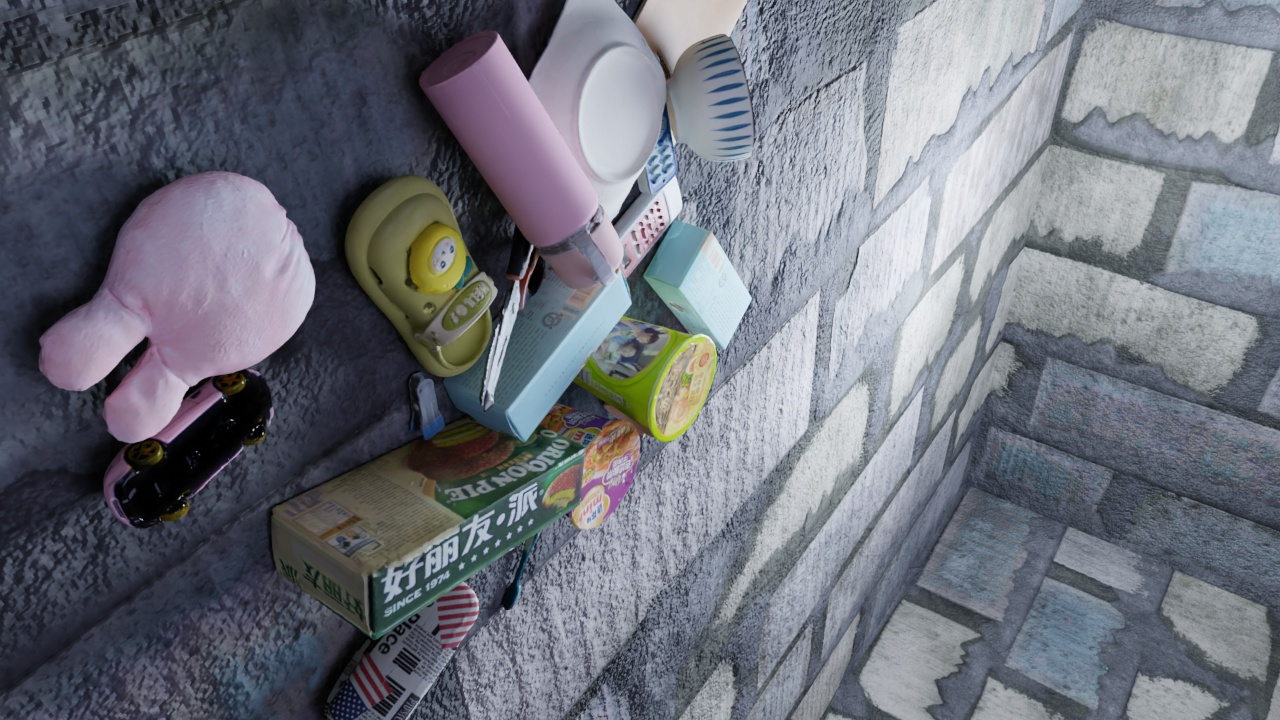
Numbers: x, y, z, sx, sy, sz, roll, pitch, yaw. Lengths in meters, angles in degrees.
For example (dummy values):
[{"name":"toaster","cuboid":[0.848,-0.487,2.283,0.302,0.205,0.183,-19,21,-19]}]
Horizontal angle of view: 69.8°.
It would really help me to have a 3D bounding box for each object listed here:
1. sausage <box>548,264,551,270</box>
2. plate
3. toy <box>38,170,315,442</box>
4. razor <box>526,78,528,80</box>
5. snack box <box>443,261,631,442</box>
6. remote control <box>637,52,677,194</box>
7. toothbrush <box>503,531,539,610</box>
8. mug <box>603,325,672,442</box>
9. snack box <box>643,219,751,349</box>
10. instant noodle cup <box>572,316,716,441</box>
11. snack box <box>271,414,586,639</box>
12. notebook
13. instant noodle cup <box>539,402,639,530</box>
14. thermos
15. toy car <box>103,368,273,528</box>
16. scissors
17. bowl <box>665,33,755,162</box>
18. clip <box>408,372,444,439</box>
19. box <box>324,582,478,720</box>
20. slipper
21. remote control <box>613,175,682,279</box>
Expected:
[{"name":"sausage","cuboid":[-0.046,-0.144,0.817,0.164,0.021,0.021,-66,153,-26]},{"name":"plate","cuboid":[-0.027,-0.205,0.760,0.164,0.034,0.163,34,78,-54]},{"name":"toy","cuboid":[-0.261,-0.032,0.528,0.159,0.054,0.121,-51,140,-27]},{"name":"razor","cuboid":[-0.079,-0.223,0.731,0.142,0.022,0.043,-48,137,-30]},{"name":"snack box","cuboid":[-0.087,-0.018,0.807,0.174,0.074,0.052,-53,147,-24]},{"name":"remote control","cuboid":[0.006,-0.218,0.854,0.048,0.024,0.125,-47,141,-34]},{"name":"toothbrush","cuboid":[-0.109,0.176,0.968,0.018,0.016,0.192,2,108,-70]},{"name":"mug","cuboid":[0.019,0.030,1.027,0.103,0.084,0.125,-62,175,-13]},{"name":"snack box","cuboid":[0.068,-0.083,1.044,0.074,0.052,0.175,-60,149,-10]},{"name":"instant noodle cup","cuboid":[-0.005,0.005,0.910,0.111,0.123,0.112,-37,140,-40]},{"name":"snack box","cuboid":[-0.161,0.116,0.739,0.239,0.114,0.063,-27,131,-50]},{"name":"notebook","cuboid":[0.037,-0.307,0.880,0.207,0.008,0.148,-63,151,-7]},{"name":"instant noodle cup","cuboid":[-0.070,0.093,0.889,0.111,0.099,0.112,-36,138,-41]},{"name":"thermos","cuboid":[-0.077,-0.136,0.675,0.067,0.087,0.199,-35,125,-3]},{"name":"toy car","cuboid":[-0.282,0.052,0.575,0.122,0.037,0.056,-55,154,-45]},{"name":"scissors","cuboid":[-0.099,-0.043,0.736,0.185,0.015,0.208,26,68,-84]},{"name":"bowl","cuboid":[0.060,-0.241,0.863,0.066,0.116,0.117,-14,136,-3]},{"name":"clip","cuboid":[-0.179,0.036,0.754,0.026,0.038,0.058,-36,140,-40]},{"name":"box","cuboid":[-0.204,0.261,0.798,0.162,0.087,0.076,-52,133,-19]},{"name":"slipper","cuboid":[-0.143,-0.053,0.686,0.091,0.082,0.191,-54,151,-27]},{"name":"remote control","cuboid":[-0.001,-0.131,0.927,0.135,0.020,0.056,-53,147,-24]}]
